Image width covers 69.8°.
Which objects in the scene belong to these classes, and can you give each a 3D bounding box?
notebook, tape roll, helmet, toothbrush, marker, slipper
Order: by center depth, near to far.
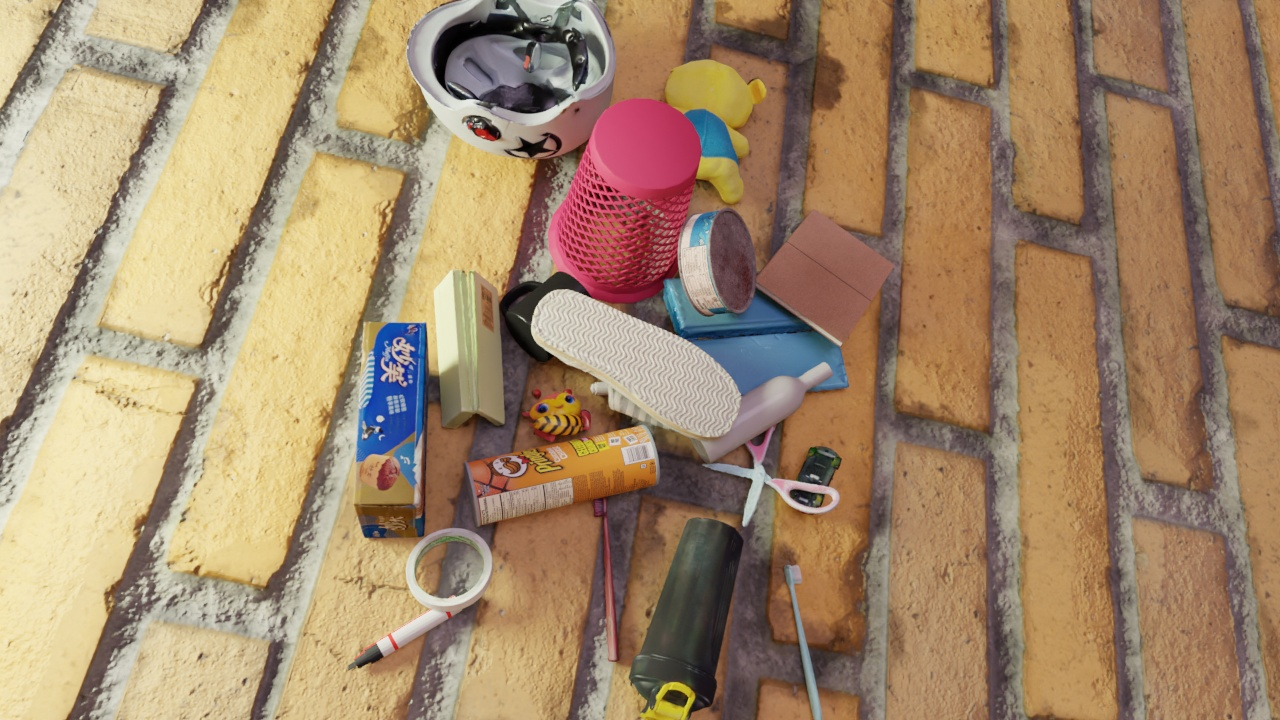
[{"bbox_3d":[-0.250,0.294,0.997,0.145,0.019,0.019,-28,75,-21],"label":"marker"},{"bbox_3d":[-0.211,0.232,1.019,0.094,0.018,0.093,2,53,-2],"label":"tape roll"},{"bbox_3d":[-0.040,0.249,1.061,0.016,0.016,0.189,-2,68,-8],"label":"toothbrush"},{"bbox_3d":[0.192,0.329,1.074,0.016,0.016,0.180,2,66,-20],"label":"toothbrush"},{"bbox_3d":[-0.007,0.006,1.097,0.272,0.054,0.114,31,69,-4],"label":"slipper"},{"bbox_3d":[0.003,0.036,1.160,0.133,0.017,0.020,-1,104,-12],"label":"marker"},{"bbox_3d":[-0.167,-0.365,1.216,0.264,0.164,0.236,1,63,-4],"label":"helmet"},{"bbox_3d":[0.252,-0.118,1.244,0.141,0.008,0.208,36,48,6],"label":"notebook"}]

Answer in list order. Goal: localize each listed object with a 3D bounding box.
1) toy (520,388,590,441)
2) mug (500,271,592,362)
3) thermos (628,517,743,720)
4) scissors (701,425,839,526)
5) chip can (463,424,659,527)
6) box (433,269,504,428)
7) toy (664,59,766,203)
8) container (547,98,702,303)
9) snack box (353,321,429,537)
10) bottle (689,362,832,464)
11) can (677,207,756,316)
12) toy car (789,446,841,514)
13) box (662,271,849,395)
[{"bbox_3d":[-0.099,0.066,1.097,0.084,0.103,0.046,10,107,-11],"label":"toy"},{"bbox_3d":[-0.124,-0.062,1.150,0.113,0.078,0.087,31,61,33],"label":"mug"},{"bbox_3d":[0.055,0.289,1.022,0.098,0.098,0.220,22,61,-2],"label":"thermos"},{"bbox_3d":[0.163,0.133,1.129,0.172,0.013,0.170,12,55,14],"label":"scissors"},{"bbox_3d":[-0.091,0.132,1.067,0.214,0.075,0.075,-11,70,-16],"label":"chip can"},{"bbox_3d":[-0.209,-0.016,1.109,0.090,0.078,0.187,-1,69,-13],"label":"box"},{"bbox_3d":[0.096,-0.342,1.304,0.149,0.084,0.213,16,68,-7],"label":"toy"},{"bbox_3d":[-0.012,-0.203,1.142,0.183,0.226,0.183,4,66,-10],"label":"container"},{"bbox_3d":[-0.270,0.079,1.009,0.069,0.155,0.202,1,67,-12],"label":"snack box"},{"bbox_3d":[0.154,0.058,1.145,0.195,0.052,0.052,-29,76,-12],"label":"bottle"},{"bbox_3d":[0.097,-0.121,1.134,0.044,0.130,0.129,-5,61,32],"label":"can"},{"bbox_3d":[0.217,0.148,1.141,0.042,0.036,0.091,20,66,19],"label":"toy car"},{"bbox_3d":[0.156,-0.039,1.200,0.231,0.048,0.176,-6,65,-17],"label":"box"}]
